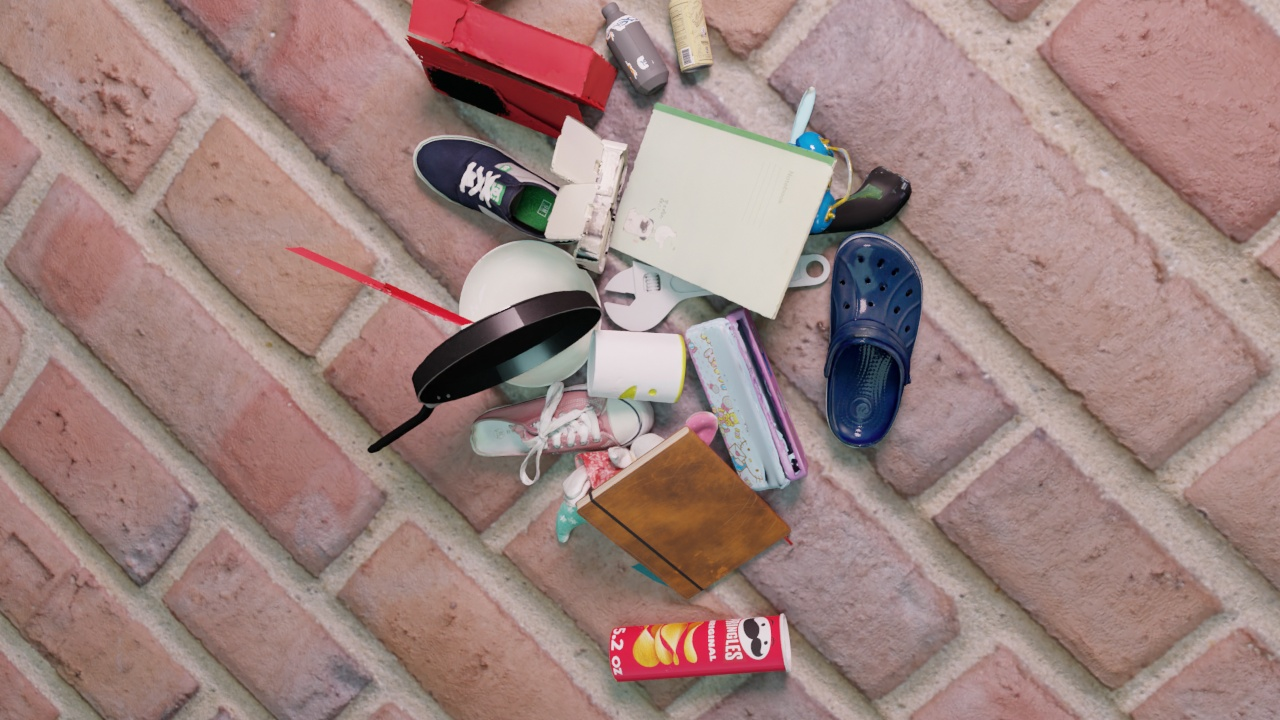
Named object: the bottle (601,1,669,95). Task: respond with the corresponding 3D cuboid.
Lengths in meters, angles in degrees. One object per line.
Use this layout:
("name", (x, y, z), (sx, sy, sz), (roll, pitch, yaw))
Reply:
("bottle", (-0.009, -0.363, 1.065), (0.047, 0.047, 0.112), (-31, 92, 14))

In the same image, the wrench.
("wrench", (0.090, -0.086, 1.107), (0.273, 0.018, 0.087), (-4, 98, 10))

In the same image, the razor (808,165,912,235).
("razor", (0.234, -0.178, 1.051), (0.152, 0.054, 0.067), (-12, 82, 20))

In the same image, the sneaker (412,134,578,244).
("sneaker", (-0.175, -0.209, 1.105), (0.235, 0.079, 0.084), (26, 104, 6))

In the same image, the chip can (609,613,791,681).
("chip can", (0.074, 0.363, 1.155), (0.221, 0.069, 0.069), (-8, 97, 12))

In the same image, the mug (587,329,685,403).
("mug", (-0.006, 0.006, 1.091), (0.106, 0.082, 0.082), (4, 100, -9))

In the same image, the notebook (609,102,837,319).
("notebook", (0.081, -0.175, 1.039), (0.253, 0.010, 0.182), (28, 104, 34))

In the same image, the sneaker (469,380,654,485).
("sneaker", (-0.106, 0.083, 1.135), (0.241, 0.087, 0.118), (-10, 97, 13))

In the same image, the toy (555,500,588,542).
("toy", (-0.057, 0.201, 1.175), (0.105, 0.033, 0.085), (6, 111, 9))

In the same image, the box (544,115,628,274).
("box", (-0.062, -0.183, 1.018), (0.069, 0.191, 0.143), (13, 86, 0))

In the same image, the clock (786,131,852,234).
("clock", (0.164, -0.193, 1.025), (0.162, 0.060, 0.116), (-8, 82, 36))

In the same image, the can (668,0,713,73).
("can", (0.058, -0.375, 1.054), (0.038, 0.038, 0.079), (-10, 97, 12))

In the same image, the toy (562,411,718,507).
("toy", (0.001, 0.133, 1.095), (0.194, 0.084, 0.159), (-7, 123, -17))

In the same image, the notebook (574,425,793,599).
("notebook", (0.053, 0.197, 1.094), (0.179, 0.014, 0.249), (-36, 126, 12))

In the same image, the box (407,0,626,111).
("box", (-0.107, -0.445, 0.996), (0.214, 0.152, 0.326), (23, 117, 7))

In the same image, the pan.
("pan", (-0.199, 0.017, 1.051), (0.357, 0.224, 0.034), (-31, 81, 25))

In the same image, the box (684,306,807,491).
("box", (0.132, 0.047, 1.080), (0.096, 0.077, 0.214), (-23, 96, -14))

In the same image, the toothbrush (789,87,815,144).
("toothbrush", (0.171, -0.228, 1.068), (0.016, 0.016, 0.181), (18, 101, 8))

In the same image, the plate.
("plate", (-0.134, -0.059, 1.145), (0.182, 0.034, 0.182), (2, 99, 11))

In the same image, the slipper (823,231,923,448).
("slipper", (0.265, -0.017, 1.046), (0.105, 0.095, 0.253), (5, 103, 13))
